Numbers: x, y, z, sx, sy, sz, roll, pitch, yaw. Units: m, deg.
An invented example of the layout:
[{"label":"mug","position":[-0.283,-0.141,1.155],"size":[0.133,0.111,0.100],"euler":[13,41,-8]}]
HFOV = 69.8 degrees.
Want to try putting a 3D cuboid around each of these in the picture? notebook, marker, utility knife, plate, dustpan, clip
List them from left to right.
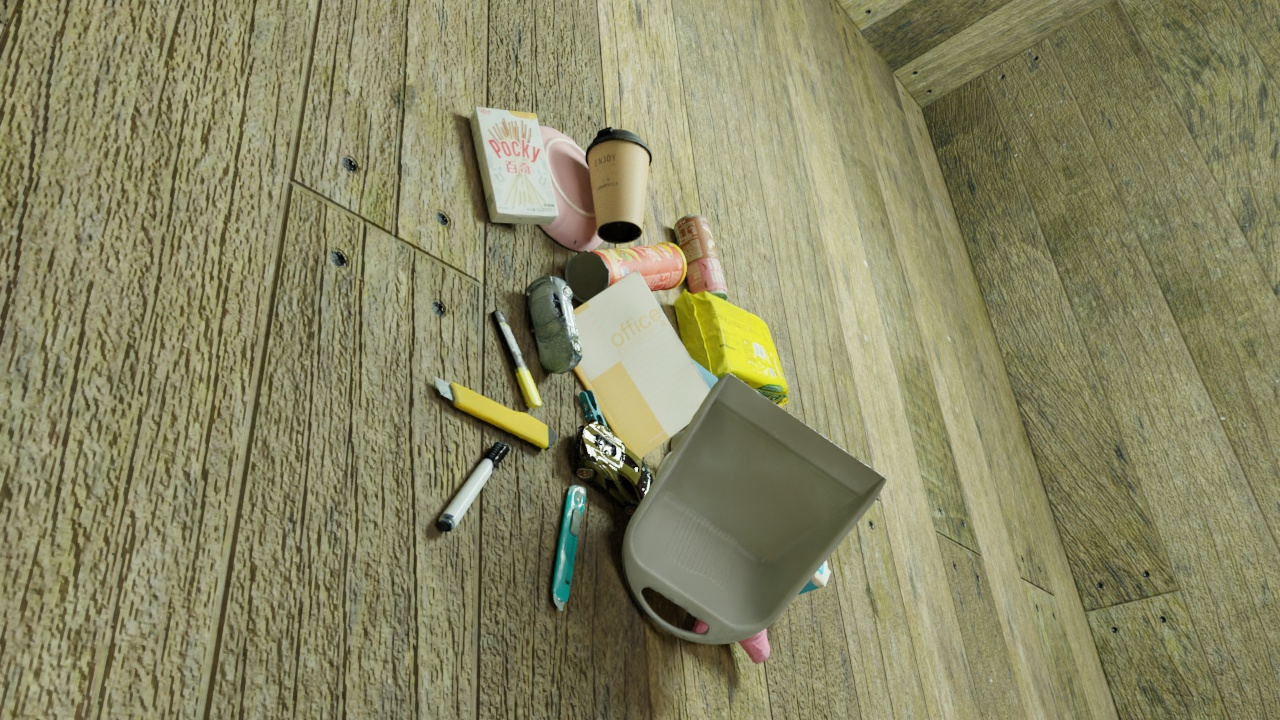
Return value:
[{"label":"marker","position":[-0.165,0.124,0.919],"size":[0.018,0.023,0.130],"euler":[58,30,-19]},{"label":"utility knife","position":[-0.155,0.058,0.988],"size":[0.173,0.015,0.033],"euler":[32,38,-39]},{"label":"marker","position":[-0.143,-0.002,1.051],"size":[0.018,0.015,0.124],"euler":[-8,72,-58]},{"label":"plate","position":[-0.101,-0.243,1.263],"size":[0.192,0.039,0.192],"euler":[35,42,-38]},{"label":"utility knife","position":[-0.077,0.199,1.001],"size":[0.029,0.013,0.159],"euler":[40,39,-31]},{"label":"clip","position":[-0.059,0.063,1.127],"size":[0.046,0.014,0.057],"euler":[-7,72,-55]},{"label":"notebook","position":[-0.007,0.007,1.169],"size":[0.145,0.010,0.206],"euler":[-34,99,-20]},{"label":"dustpan","position":[0.105,0.192,1.036],"size":[0.222,0.259,0.142],"euler":[34,37,-1]}]

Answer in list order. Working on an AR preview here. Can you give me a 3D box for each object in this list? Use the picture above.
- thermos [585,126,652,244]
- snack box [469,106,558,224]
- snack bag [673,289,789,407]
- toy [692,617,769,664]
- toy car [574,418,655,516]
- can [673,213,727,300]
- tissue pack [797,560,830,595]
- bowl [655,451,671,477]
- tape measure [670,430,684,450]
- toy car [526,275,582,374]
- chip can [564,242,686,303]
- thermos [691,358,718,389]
[{"label":"thermos","position":[-0.030,-0.235,1.246],"size":[0.093,0.093,0.143],"euler":[25,56,-46]},{"label":"snack box","position":[-0.161,-0.246,1.161],"size":[0.084,0.027,0.156],"euler":[-2,69,-31]},{"label":"snack bag","position":[0.152,-0.013,1.441],"size":[0.246,0.068,0.158],"euler":[18,54,-51]},{"label":"toy","position":[0.118,0.269,1.157],"size":[0.178,0.075,0.194],"euler":[31,66,-27]},{"label":"toy car","position":[-0.024,0.132,1.104],"size":[0.158,0.042,0.070],"euler":[44,37,-33]},{"label":"can","position":[0.096,-0.160,1.474],"size":[0.057,0.058,0.147],"euler":[14,56,-51]},{"label":"tissue pack","position":[0.190,0.270,1.268],"size":[0.140,0.090,0.063],"euler":[51,29,-20]},{"label":"bowl","position":[0.079,0.165,1.176],"size":[0.113,0.062,0.113],"euler":[11,73,-39]},{"label":"tape measure","position":[0.072,0.126,1.254],"size":[0.066,0.034,0.065],"euler":[62,31,-7]},{"label":"toy car","position":[-0.105,-0.043,1.098],"size":[0.036,0.054,0.120],"euler":[12,59,-55]},{"label":"chip can","position":[-0.016,-0.122,1.271],"size":[0.216,0.073,0.073],"euler":[-19,83,-58]},{"label":"thermos","position":[0.054,0.026,1.267],"size":[0.220,0.070,0.070],"euler":[37,41,-35]}]
